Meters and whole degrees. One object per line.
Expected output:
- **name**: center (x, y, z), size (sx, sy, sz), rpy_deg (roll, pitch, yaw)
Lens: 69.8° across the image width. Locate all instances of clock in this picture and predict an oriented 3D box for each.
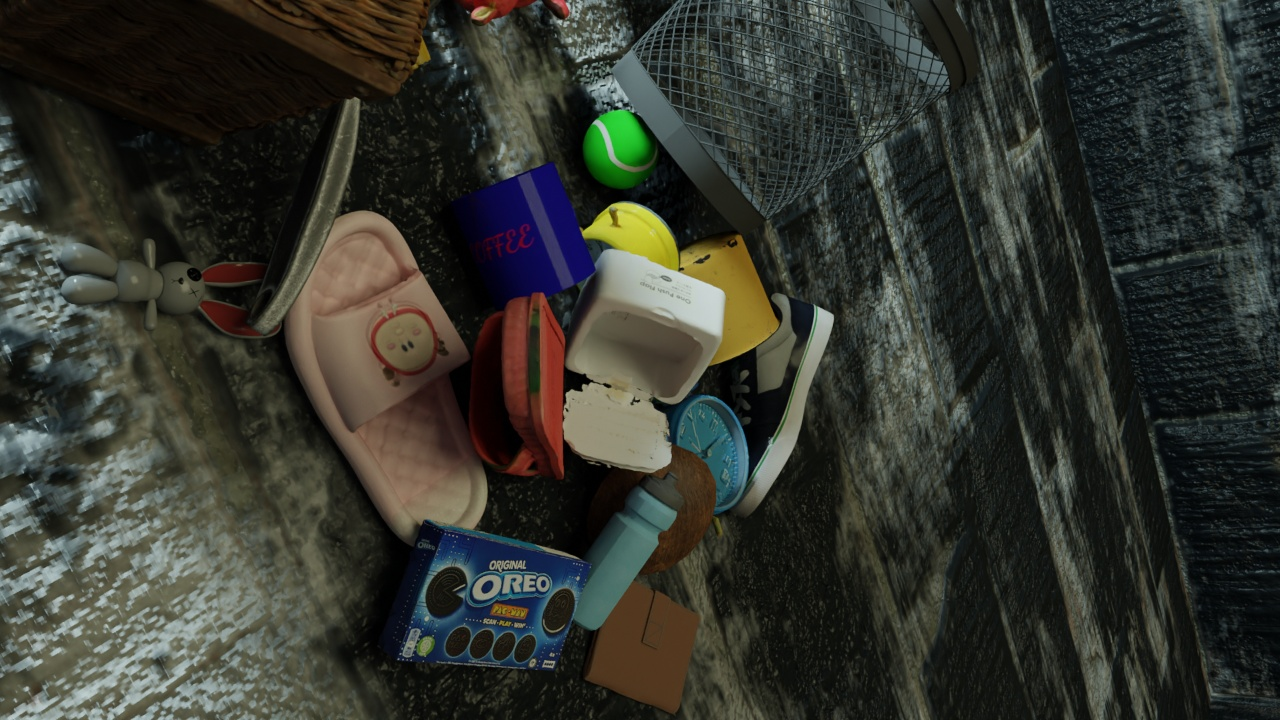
- **clock**: center (-0.008, -0.071, 0.753), size (0.057, 0.083, 0.119), rpy_deg (-44, 114, -40)
- **clock**: center (0.032, 0.072, 0.789), size (0.161, 0.060, 0.116), rpy_deg (48, 49, -31)

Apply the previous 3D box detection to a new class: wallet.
- **wallet**: center (0.003, 0.233, 0.755), size (0.121, 0.013, 0.087), rpy_deg (38, 59, -40)

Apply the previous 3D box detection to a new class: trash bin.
- **trash bin**: center (0.122, -0.252, 0.784), size (0.218, 0.228, 0.217), rpy_deg (47, 15, -17)

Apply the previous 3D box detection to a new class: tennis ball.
- **tennis ball**: center (-0.017, -0.179, 0.779), size (0.065, 0.065, 0.065), rpy_deg (15, 71, -49)

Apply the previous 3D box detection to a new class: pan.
- **pan**: center (-0.159, -0.184, 0.533), size (0.055, 0.188, 0.356), rpy_deg (34, 70, -38)

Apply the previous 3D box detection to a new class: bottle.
- **bottle**: center (-0.012, 0.138, 0.687), size (0.040, 0.040, 0.130), rpy_deg (36, 88, -41)

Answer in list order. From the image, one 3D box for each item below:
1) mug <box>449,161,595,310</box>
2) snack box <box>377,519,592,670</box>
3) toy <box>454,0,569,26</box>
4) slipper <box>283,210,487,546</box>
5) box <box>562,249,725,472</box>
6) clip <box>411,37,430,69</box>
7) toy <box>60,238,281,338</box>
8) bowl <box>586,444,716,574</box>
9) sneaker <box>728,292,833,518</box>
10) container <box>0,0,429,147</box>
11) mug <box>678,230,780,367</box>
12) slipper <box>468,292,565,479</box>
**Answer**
- **mug**: center (-0.078, -0.096, 0.677), size (0.111, 0.079, 0.083), rpy_deg (-46, 118, -58)
- **snack box**: center (-0.097, 0.159, 0.610), size (0.150, 0.027, 0.082), rpy_deg (27, 80, -51)
- **toy**: center (-0.105, -0.294, 0.713), size (0.094, 0.088, 0.132), rpy_deg (-63, 159, 5)
- **slipper**: center (-0.152, 0.017, 0.575), size (0.106, 0.056, 0.222), rpy_deg (-34, 112, -48)
- **box**: center (-0.007, 0.012, 0.688), size (0.109, 0.121, 0.136), rpy_deg (21, 44, -11)
- **clip**: center (-0.171, -0.224, 0.626), size (0.049, 0.045, 0.054), rpy_deg (-66, 137, -69)
- **toy**: center (-0.247, -0.038, 0.489), size (0.111, 0.030, 0.049), rpy_deg (8, 72, -54)
- **bowl**: center (0.013, 0.124, 0.727), size (0.102, 0.026, 0.114), rpy_deg (33, 94, -22)
- **sneaker**: center (0.116, 0.038, 0.903), size (0.079, 0.084, 0.234), rpy_deg (25, 66, -6)
- **container**: center (-0.197, -0.216, 0.435), size (0.162, 0.250, 0.183), rpy_deg (21, 76, -48)
- **mug**: center (0.051, -0.051, 0.818), size (0.123, 0.101, 0.094), rpy_deg (-31, 107, -20)
- **slipper**: center (-0.080, 0.020, 0.584), size (0.249, 0.059, 0.103), rpy_deg (98, -9, -75)
